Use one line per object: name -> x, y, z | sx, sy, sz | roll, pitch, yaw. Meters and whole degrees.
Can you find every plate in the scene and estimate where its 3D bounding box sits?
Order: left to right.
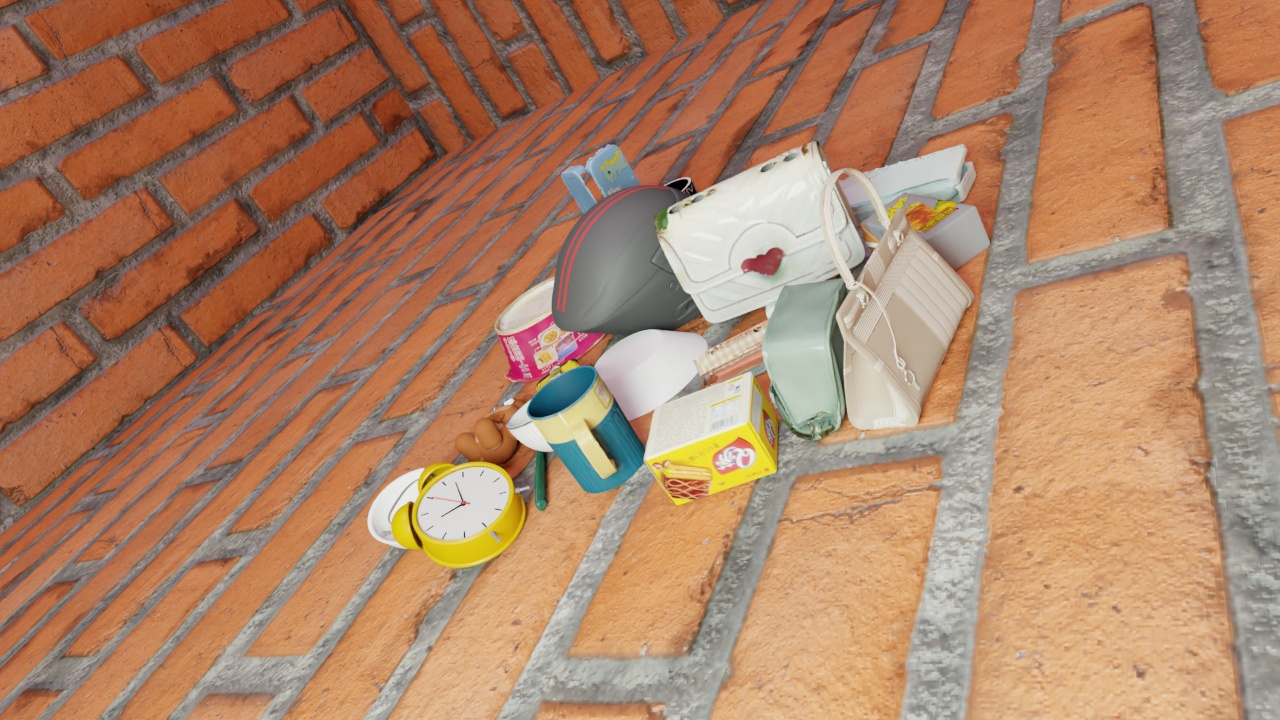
plate -> -0.006, 0.006, 1.085 | 0.174, 0.036, 0.173 | -26, 25, 13

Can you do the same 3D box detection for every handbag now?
handbag -> 0.132, -0.140, 1.011 | 0.199, 0.142, 0.096 | -23, 30, 22
handbag -> 0.156, -0.006, 0.828 | 0.067, 0.106, 0.121 | -5, 34, 26
handbag -> 0.202, -0.073, 0.785 | 0.062, 0.198, 0.175 | -8, 34, 43

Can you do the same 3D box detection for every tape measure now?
tape measure -> -0.099, 0.028, 1.153 | 0.065, 0.037, 0.064 | -32, 23, 2

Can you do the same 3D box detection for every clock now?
clock -> -0.193, 0.156, 0.961 | 0.152, 0.052, 0.113 | 5, 45, 23

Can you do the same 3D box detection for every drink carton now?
drink carton -> 0.299, -0.135, 0.972 | 0.076, 0.048, 0.125 | -35, 24, -6

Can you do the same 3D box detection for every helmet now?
helmet -> -0.006, -0.128, 1.155 | 0.264, 0.170, 0.164 | -44, 36, -14

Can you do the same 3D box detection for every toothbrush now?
toothbrush -> -0.109, 0.110, 1.038 | 0.017, 0.016, 0.189 | -25, 25, 7

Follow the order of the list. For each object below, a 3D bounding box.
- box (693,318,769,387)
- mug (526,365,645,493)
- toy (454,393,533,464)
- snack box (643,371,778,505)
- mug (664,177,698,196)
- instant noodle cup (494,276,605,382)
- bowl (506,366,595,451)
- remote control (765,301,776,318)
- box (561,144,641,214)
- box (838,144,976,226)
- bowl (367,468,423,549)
box -> 0.147, -0.016, 0.962 | 0.189, 0.062, 0.058 | -27, -1, 18
mug -> -0.051, 0.077, 0.918 | 0.083, 0.107, 0.113 | -30, 24, 0
toy -> -0.166, 0.075, 1.116 | 0.095, 0.065, 0.127 | -26, 18, 34
snack box -> 0.066, 0.072, 0.842 | 0.106, 0.061, 0.083 | -22, 26, 22
mug -> 0.048, -0.199, 1.337 | 0.118, 0.098, 0.081 | -2, 37, 48
instant noodle cup -> -0.130, -0.055, 1.302 | 0.179, 0.078, 0.178 | -26, 25, 13
bowl -> -0.084, 0.064, 1.025 | 0.118, 0.062, 0.118 | -31, 12, 8
remote control -> 0.171, -0.088, 1.066 | 0.050, 0.024, 0.143 | -22, 26, 21
box -> -0.025, -0.194, 1.278 | 0.077, 0.209, 0.074 | -43, 26, -23
box -> 0.300, -0.199, 1.111 | 0.199, 0.066, 0.082 | -8, 58, 43
bowl -> -0.247, 0.175, 1.037 | 0.110, 0.040, 0.109 | -12, 39, 10
